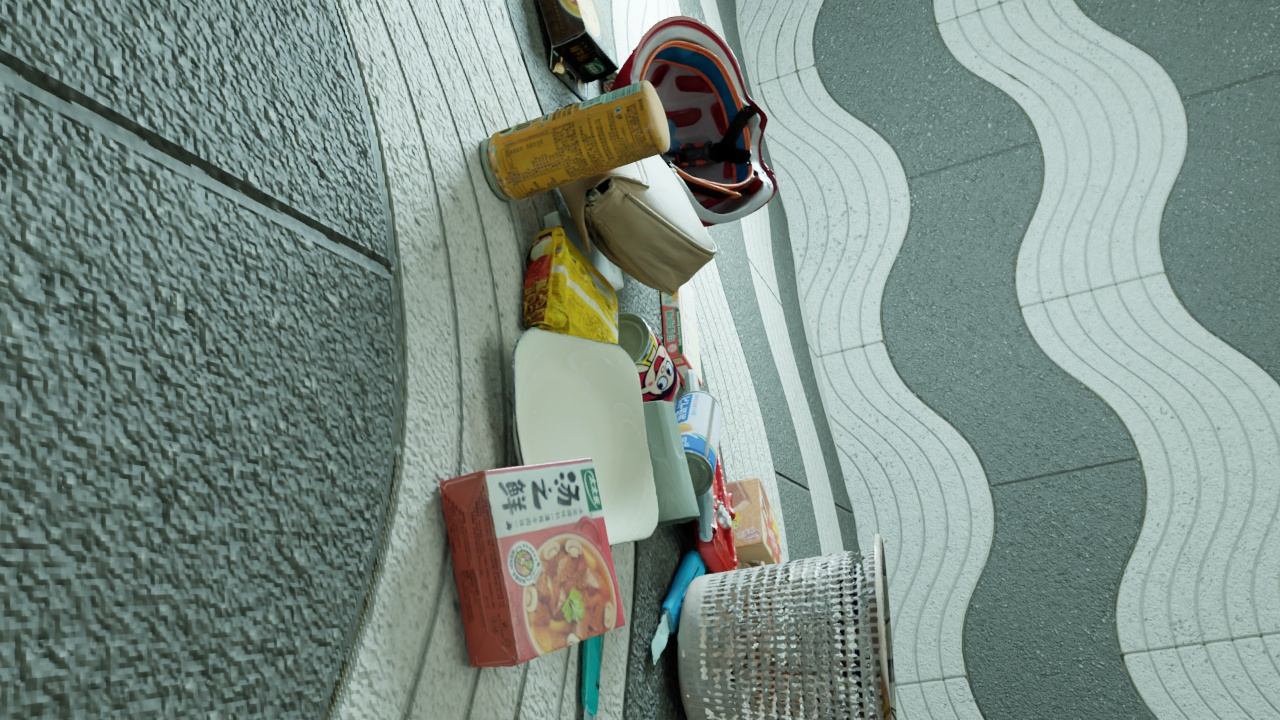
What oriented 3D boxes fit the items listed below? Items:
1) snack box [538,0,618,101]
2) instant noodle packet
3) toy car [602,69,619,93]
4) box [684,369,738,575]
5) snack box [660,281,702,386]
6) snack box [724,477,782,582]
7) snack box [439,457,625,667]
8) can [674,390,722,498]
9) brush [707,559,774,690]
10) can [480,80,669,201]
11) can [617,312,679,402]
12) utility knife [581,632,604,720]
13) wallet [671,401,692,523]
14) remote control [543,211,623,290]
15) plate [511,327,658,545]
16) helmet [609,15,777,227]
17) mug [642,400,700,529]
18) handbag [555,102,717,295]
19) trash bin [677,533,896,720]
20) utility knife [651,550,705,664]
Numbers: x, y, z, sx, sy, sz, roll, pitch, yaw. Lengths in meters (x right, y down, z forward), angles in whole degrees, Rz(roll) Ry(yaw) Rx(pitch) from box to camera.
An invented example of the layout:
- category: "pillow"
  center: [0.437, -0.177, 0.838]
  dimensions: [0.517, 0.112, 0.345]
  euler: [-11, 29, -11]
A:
- category: "snack box"
  center: [-0.074, -0.370, 1.021]
  dimensions: [0.113, 0.053, 0.125]
  euler: [10, 61, -72]
- category: "instant noodle packet"
  center: [-0.057, -0.040, 0.795]
  dimensions: [0.128, 0.044, 0.110]
  euler: [49, 37, -50]
- category: "toy car"
  center: [-0.012, -0.308, 1.183]
  dimensions: [0.070, 0.042, 0.158]
  euler: [-22, 95, -74]
- category: "box"
  center: [0.072, 0.128, 1.041]
  dimensions: [0.200, 0.050, 0.161]
  euler: [-95, 170, -47]
- category: "snack box"
  center: [0.052, -0.048, 1.194]
  dimensions: [0.077, 0.027, 0.155]
  euler: [56, 26, -51]
- category: "snack box"
  center: [0.124, 0.212, 1.121]
  dimensions: [0.093, 0.077, 0.094]
  euler: [60, 23, -43]
- category: "snack box"
  center: [-0.059, 0.122, 0.585]
  dimensions: [0.127, 0.044, 0.113]
  euler: [-1, 76, -54]
- category: "can"
  center: [0.051, 0.080, 0.911]
  dimensions: [0.134, 0.053, 0.053]
  euler: [-71, 143, -64]
- category: "brush"
  center: [0.114, 0.295, 1.027]
  dimensions: [0.063, 0.073, 0.145]
  euler: [58, 25, -47]
- category: "can"
  center: [-0.052, -0.175, 0.740]
  dimensions: [0.058, 0.146, 0.058]
  euler: [-14, 90, -74]
- category: "can"
  center: [-0.005, 0.005, 0.885]
  dimensions: [0.094, 0.067, 0.066]
  euler: [53, 27, -53]
- category: "utility knife"
  center: [-0.035, 0.211, 0.705]
  dimensions: [0.029, 0.013, 0.177]
  euler: [59, 23, -43]
- category: "wallet"
  center: [0.025, 0.091, 0.971]
  dimensions: [0.119, 0.035, 0.130]
  euler: [53, 26, -51]
- category: "remote control"
  center: [-0.054, -0.103, 0.895]
  dimensions: [0.150, 0.021, 0.058]
  euler: [11, 63, -72]
- category: "plate"
  center: [-0.049, 0.062, 0.702]
  dimensions: [0.164, 0.034, 0.163]
  euler: [11, 67, -56]
- category: "helmet"
  center: [0.038, -0.265, 1.089]
  dimensions: [0.206, 0.144, 0.240]
  euler: [-6, 83, -38]
- category: "mug"
  center: [-0.002, 0.100, 0.820]
  dimensions: [0.124, 0.083, 0.103]
  euler: [118, -39, -74]
- category: "handbag"
  center: [-0.018, -0.148, 0.851]
  dimensions: [0.147, 0.100, 0.204]
  euler: [33, 22, -36]
- category: "trash bin"
  center: [0.144, 0.284, 0.885]
  dimensions: [0.227, 0.192, 0.227]
  euler: [-4, 89, -74]
- category: "utility knife"
  center: [0.036, 0.242, 0.910]
  dimensions: [0.207, 0.018, 0.034]
  euler: [-40, 115, -71]
